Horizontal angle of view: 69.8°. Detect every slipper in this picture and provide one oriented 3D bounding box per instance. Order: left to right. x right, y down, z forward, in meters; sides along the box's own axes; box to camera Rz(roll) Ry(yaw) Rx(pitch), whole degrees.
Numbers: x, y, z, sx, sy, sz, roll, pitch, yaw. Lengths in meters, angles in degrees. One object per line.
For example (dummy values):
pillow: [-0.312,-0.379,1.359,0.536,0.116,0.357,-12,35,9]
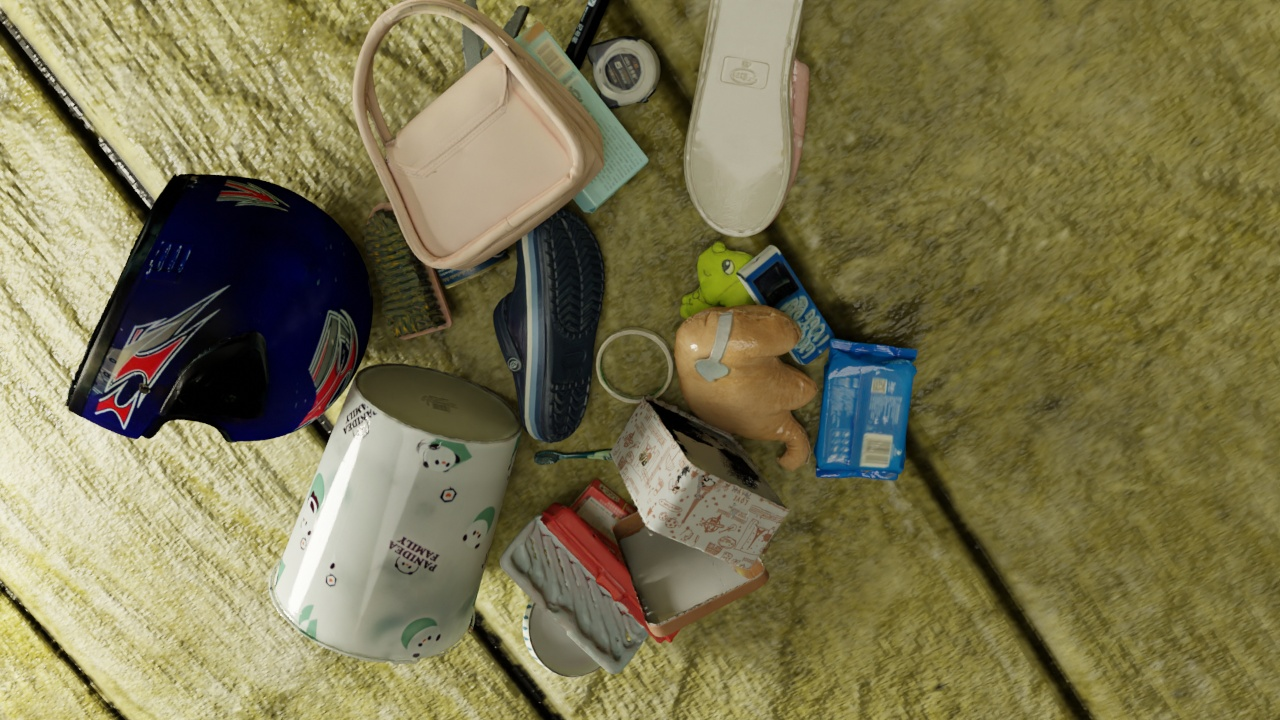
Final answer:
slipper: [-0.102,-0.039,0.969,0.095,0.104,0.253,10,109,27]
slipper: [0.104,-0.254,0.879,0.114,0.054,0.275,6,112,7]

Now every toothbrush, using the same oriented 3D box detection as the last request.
toothbrush: [-0.030,0.109,1.045,0.192,0.018,0.016,-3,108,11]

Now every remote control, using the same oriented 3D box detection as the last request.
remote control: [0.150,-0.055,0.940,0.049,0.024,0.125,-39,112,-6]

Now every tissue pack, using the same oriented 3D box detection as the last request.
tissue pack: [0.234,0.053,0.963,0.095,0.052,0.157,4,109,6]

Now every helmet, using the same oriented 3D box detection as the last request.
helmet: [-0.415,-0.030,0.948,0.240,0.246,0.316,27,119,-25]

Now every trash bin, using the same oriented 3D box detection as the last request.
trash bin: [-0.254,0.153,0.999,0.229,0.229,0.252,21,104,2]

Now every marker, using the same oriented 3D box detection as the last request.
marker: [-0.042,-0.343,0.893,0.022,0.020,0.132,18,112,-28]

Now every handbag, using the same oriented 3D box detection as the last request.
handbag: [-0.165,-0.218,0.835,0.194,0.093,0.234,-33,97,17]

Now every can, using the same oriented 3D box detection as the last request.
can: [-0.194,-0.141,0.956,0.075,0.075,0.111,-22,103,16]

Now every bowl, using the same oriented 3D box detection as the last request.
bowl: [-0.088,0.312,1.087,0.116,0.116,0.066,49,153,-8]

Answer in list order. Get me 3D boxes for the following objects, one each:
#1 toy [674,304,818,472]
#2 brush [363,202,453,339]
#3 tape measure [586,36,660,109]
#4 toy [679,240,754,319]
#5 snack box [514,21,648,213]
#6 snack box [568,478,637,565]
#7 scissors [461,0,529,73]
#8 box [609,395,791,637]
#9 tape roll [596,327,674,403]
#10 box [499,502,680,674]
toy: [0.112,0.031,0.960,0.144,0.082,0.226,0,138,26]
brush: [-0.251,-0.098,0.983,0.063,0.073,0.146,-15,101,14]
tape measure: [-0.014,-0.284,0.900,0.066,0.033,0.066,-8,109,14]
toy: [0.087,-0.070,0.957,0.100,0.031,0.096,-36,104,22]
snack box: [-0.076,-0.235,0.896,0.074,0.052,0.175,-43,103,-11]
snack box: [-0.018,0.213,1.074,0.153,0.025,0.075,39,110,-5]
scissors: [-0.160,-0.246,0.906,0.189,0.015,0.225,-31,103,-10]
box: [0.037,0.168,0.951,0.154,0.182,0.185,28,102,-23]
tape roll: [-0.006,0.006,1.008,0.086,0.013,0.086,3,109,8]
box: [-0.060,0.262,1.029,0.101,0.095,0.201,-45,101,-14]
